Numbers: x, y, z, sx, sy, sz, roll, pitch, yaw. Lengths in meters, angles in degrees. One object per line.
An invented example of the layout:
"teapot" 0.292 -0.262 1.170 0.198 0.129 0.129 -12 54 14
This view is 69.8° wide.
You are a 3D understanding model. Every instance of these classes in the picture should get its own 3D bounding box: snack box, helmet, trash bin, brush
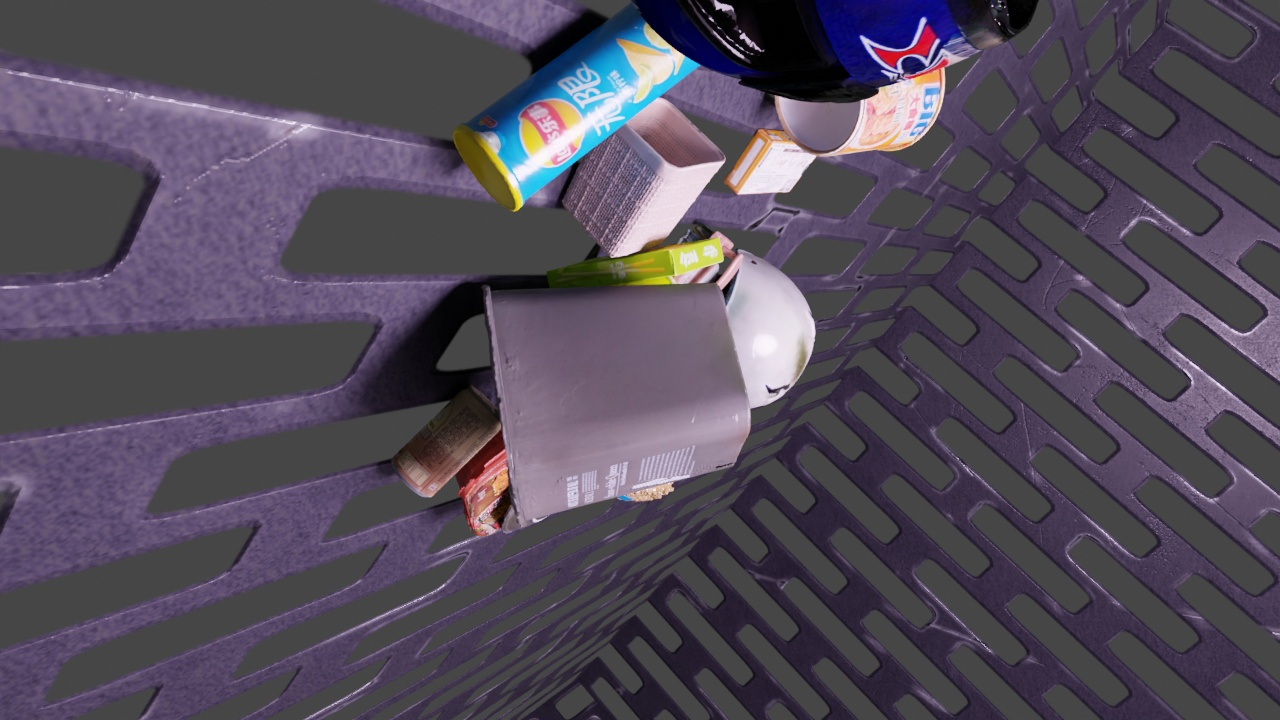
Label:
"snack box" -0.007 -0.092 0.891 0.157 0.026 0.085 -4 -168 39
"helmet" 0.093 -0.269 0.511 0.314 0.241 0.247 -30 120 -57
"trash bin" -0.026 0.033 0.863 0.219 0.198 0.199 -8 157 -7
"snack box" 0.163 -0.238 1.105 0.153 0.026 0.075 -17 148 -55
"brush" -0.059 0.189 1.304 0.254 0.046 0.083 -4 167 -39
"brush" 0.054 -0.094 1.110 0.146 0.073 0.063 -47 163 11
"helmet" 0.161 -0.023 1.296 0.230 0.157 0.274 -59 168 -8

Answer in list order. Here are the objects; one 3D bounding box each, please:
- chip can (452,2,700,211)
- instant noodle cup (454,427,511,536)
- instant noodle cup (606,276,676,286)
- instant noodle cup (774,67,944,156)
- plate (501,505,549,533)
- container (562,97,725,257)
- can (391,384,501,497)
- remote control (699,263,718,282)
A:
"chip can" -0.034 -0.200 0.673 0.210 0.071 0.071 -41 162 -14
"instant noodle cup" -0.157 0.119 1.100 0.164 0.079 0.189 -38 163 -22
"instant noodle cup" -0.021 -0.044 1.011 0.123 0.111 0.112 -34 161 -10
"instant noodle cup" 0.219 -0.282 0.952 0.111 0.151 0.152 -23 153 -33
"plate" -0.102 0.156 1.152 0.179 0.024 0.180 -45 167 -14
"container" -0.002 -0.159 0.813 0.089 0.090 0.111 -24 156 -50
"can" -0.200 0.084 0.959 0.116 0.058 0.058 -44 163 -2
"remote control" 0.042 -0.080 1.194 0.149 0.021 0.058 -36 160 -25
